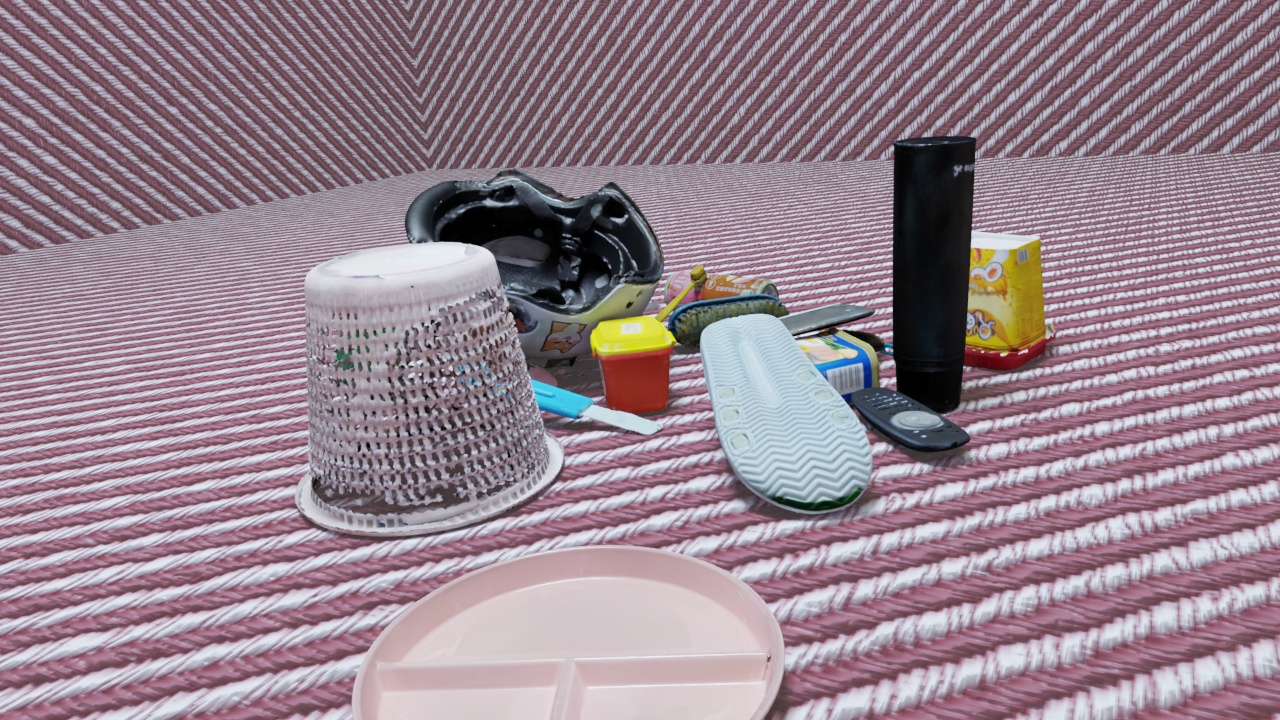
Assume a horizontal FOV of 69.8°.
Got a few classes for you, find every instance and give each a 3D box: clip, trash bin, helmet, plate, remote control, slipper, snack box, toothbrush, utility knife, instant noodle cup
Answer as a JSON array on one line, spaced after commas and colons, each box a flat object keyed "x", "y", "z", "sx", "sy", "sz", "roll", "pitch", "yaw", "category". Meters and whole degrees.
[{"x": 0.284, "y": -0.012, "z": 0.997, "sx": 0.038, "sy": 0.013, "sz": 0.055, "roll": -12, "pitch": 18, "yaw": -21, "category": "clip"}, {"x": -0.184, "y": 0.009, "z": 0.762, "sx": 0.227, "sy": 0.192, "sz": 0.227, "roll": -4, "pitch": 18, "yaw": 1, "category": "trash bin"}, {"x": -0.116, "y": -0.089, "z": 1.008, "sx": 0.274, "sy": 0.157, "sz": 0.229, "roll": 0, "pitch": 43, "yaw": -12, "category": "helmet"}, {"x": 0.161, "y": -0.037, "z": 0.986, "sx": 0.179, "sy": 0.024, "sz": 0.179, "roll": -14, "pitch": -2, "yaw": -1, "category": "plate"}, {"x": 0.229, "y": 0.054, "z": 0.788, "sx": 0.053, "sy": 0.024, "sz": 0.136, "roll": -8, "pitch": 19, "yaw": -15, "category": "remote control"}, {"x": -0.037, "y": 0.167, "z": 0.499, "sx": 0.229, "sy": 0.028, "sz": 0.229, "roll": -5, "pitch": 18, "yaw": 2, "category": "plate"}, {"x": 0.108, "y": 0.044, "z": 0.761, "sx": 0.104, "sy": 0.074, "sz": 0.245, "roll": -14, "pitch": 36, "yaw": -3, "category": "slipper"}, {"x": -0.005, "y": 0.005, "z": 0.906, "sx": 0.082, "sy": 0.080, "sz": 0.091, "roll": -7, "pitch": 18, "yaw": -5, "category": "snack box"}, {"x": 0.029, "y": -0.063, "z": 1.118, "sx": 0.016, "sy": 0.017, "sz": 0.189, "roll": 8, "pitch": 40, "yaw": 37, "category": "toothbrush"}, {"x": -0.082, "y": 0.037, "z": 0.872, "sx": 0.216, "sy": 0.018, "sz": 0.034, "roll": 15, "pitch": 44, "yaw": 15, "category": "utility knife"}, {"x": 0.366, "y": -0.066, "z": 0.965, "sx": 0.115, "sy": 0.124, "sz": 0.116, "roll": -21, "pitch": 24, "yaw": -40, "category": "instant noodle cup"}]

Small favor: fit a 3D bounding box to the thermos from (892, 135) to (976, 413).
[{"x": 0.266, "y": -0.078, "z": 0.832, "sx": 0.068, "sy": 0.243, "sz": 0.089, "roll": 11, "pitch": 25, "yaw": 38, "category": "thermos"}]

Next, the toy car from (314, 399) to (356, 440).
[{"x": -0.299, "y": 0.057, "z": 0.894, "sx": 0.042, "sy": 0.035, "sz": 0.090, "roll": -8, "pitch": 16, "yaw": -15, "category": "toy car"}]

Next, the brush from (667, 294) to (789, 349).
[{"x": 0.101, "y": -0.049, "z": 1.087, "sx": 0.143, "sy": 0.055, "sz": 0.073, "roll": -9, "pitch": 19, "yaw": -12, "category": "brush"}]

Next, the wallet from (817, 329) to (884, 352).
[{"x": 0.191, "y": -0.011, "z": 1.009, "sx": 0.122, "sy": 0.020, "sz": 0.096, "roll": -15, "pitch": 16, "yaw": -27, "category": "wallet"}]

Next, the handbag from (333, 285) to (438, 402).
[{"x": -0.275, "y": -0.021, "z": 0.992, "sx": 0.068, "sy": 0.120, "sz": 0.131, "roll": 7, "pitch": 19, "yaw": 15, "category": "handbag"}]

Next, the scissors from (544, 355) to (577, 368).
[{"x": -0.066, "y": -0.029, "z": 1.130, "sx": 0.203, "sy": 0.015, "sz": 0.203, "roll": -15, "pitch": 20, "yaw": -29, "category": "scissors"}]

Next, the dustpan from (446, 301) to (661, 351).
[{"x": -0.150, "y": -0.052, "z": 1.200, "sx": 0.257, "sy": 0.142, "sz": 0.223, "roll": 14, "pitch": 5, "yaw": -31, "category": "dustpan"}]

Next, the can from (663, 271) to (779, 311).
[{"x": 0.104, "y": -0.082, "z": 1.185, "sx": 0.147, "sy": 0.058, "sz": 0.057, "roll": 10, "pitch": 23, "yaw": 38, "category": "can"}]

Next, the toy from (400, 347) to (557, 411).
[{"x": -0.169, "y": 0.020, "z": 0.955, "sx": 0.159, "sy": 0.054, "sz": 0.121, "roll": 8, "pitch": 21, "yaw": 11, "category": "toy"}]

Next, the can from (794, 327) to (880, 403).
[{"x": 0.169, "y": 0.010, "z": 0.888, "sx": 0.083, "sy": 0.057, "sz": 0.102, "roll": -12, "pitch": 19, "yaw": -13, "category": "can"}]
